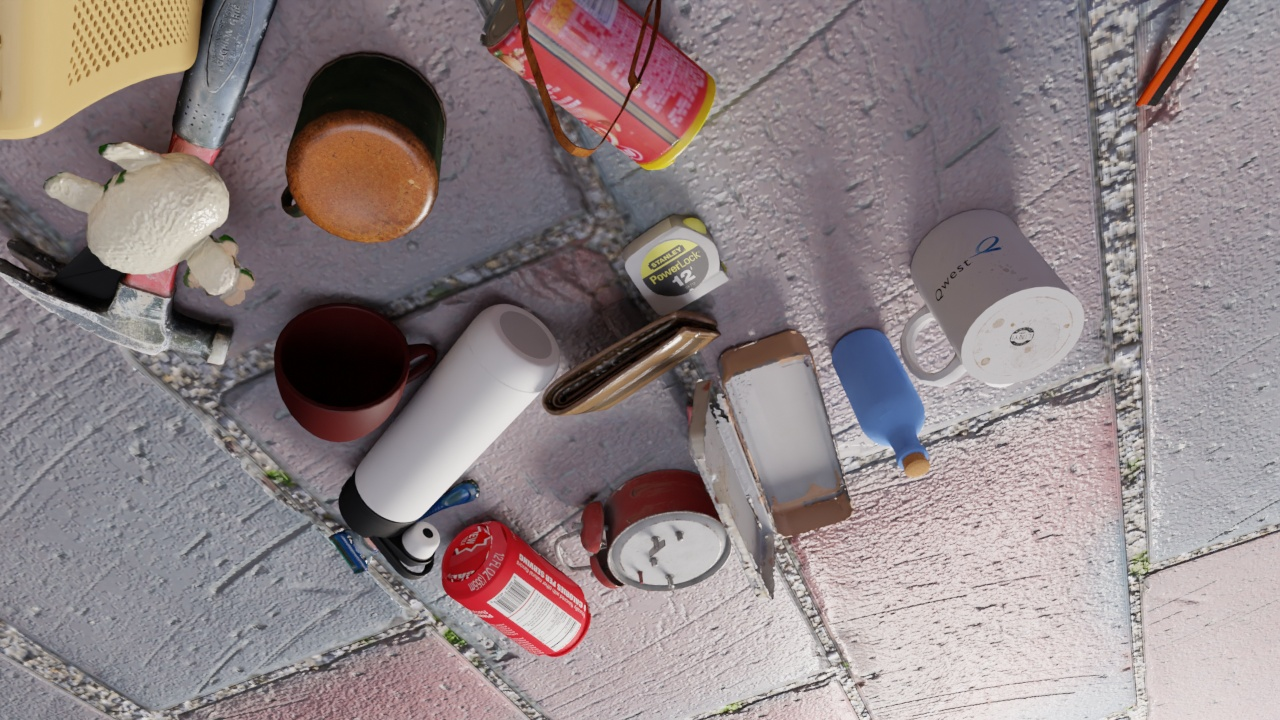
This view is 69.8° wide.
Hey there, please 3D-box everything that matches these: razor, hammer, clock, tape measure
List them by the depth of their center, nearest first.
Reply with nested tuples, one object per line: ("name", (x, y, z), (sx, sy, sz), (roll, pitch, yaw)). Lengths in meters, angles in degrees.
("hammer", (-0.267, -0.133, 0.532), (0.140, 0.036, 0.327), (20, 124, -26))
("tape measure", (0.026, -0.067, 0.646), (0.064, 0.016, 0.065), (-30, 128, 16))
("razor", (-0.196, 0.136, 0.781), (0.141, 0.018, 0.044), (-27, 105, 10))
("clock", (0.004, 0.160, 0.806), (0.157, 0.061, 0.110), (-13, 131, 2))

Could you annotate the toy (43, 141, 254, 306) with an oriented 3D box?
("toy", (-0.272, -0.079, 0.522), (0.087, 0.050, 0.112), (-35, 133, 15))

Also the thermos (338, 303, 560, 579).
("thermos", (-0.139, 0.067, 0.689), (0.101, 0.068, 0.230), (44, 117, -1))

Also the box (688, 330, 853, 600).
("box", (0.112, 0.093, 0.745), (0.115, 0.095, 0.217), (-21, 130, 4))

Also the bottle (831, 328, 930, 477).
("bottle", (0.183, 0.034, 0.681), (0.048, 0.131, 0.048), (-5, 130, -6))

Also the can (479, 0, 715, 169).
("can", (-0.021, -0.168, 0.520), (0.124, 0.066, 0.067), (31, 119, -30))

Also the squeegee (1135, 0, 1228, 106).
("squeegee", (0.261, -0.245, 0.509), (0.184, 0.055, 0.250), (-3, 148, -6))

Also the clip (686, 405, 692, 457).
("clip", (0.055, 0.058, 0.755), (0.044, 0.023, 0.060), (0, 132, -16))

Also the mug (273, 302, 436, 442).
("mug", (-0.199, 0.016, 0.650), (0.113, 0.087, 0.089), (-19, 156, -30))

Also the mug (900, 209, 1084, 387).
("mug", (0.236, -0.034, 0.655), (0.083, 0.096, 0.120), (30, 119, -30))

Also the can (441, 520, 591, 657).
("can", (-0.109, 0.205, 0.816), (0.074, 0.074, 0.142), (-29, 128, 15))

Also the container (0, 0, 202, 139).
("container", (-0.293, -0.179, 0.380), (0.167, 0.183, 0.129), (16, 116, -9))

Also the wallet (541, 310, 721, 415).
("wallet", (-0.004, 0.004, 0.665), (0.121, 0.027, 0.098), (-33, 168, 16))

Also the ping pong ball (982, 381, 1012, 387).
("ping pong ball", (0.285, 0.001, 0.731), (0.040, 0.040, 0.040), (-5, 130, -6))

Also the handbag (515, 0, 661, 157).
("handbag", (-0.023, -0.177, 0.429), (0.093, 0.195, 0.043), (20, 146, -27))

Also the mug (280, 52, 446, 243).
("mug", (-0.168, -0.114, 0.532), (0.111, 0.081, 0.085), (-29, 128, 15))
